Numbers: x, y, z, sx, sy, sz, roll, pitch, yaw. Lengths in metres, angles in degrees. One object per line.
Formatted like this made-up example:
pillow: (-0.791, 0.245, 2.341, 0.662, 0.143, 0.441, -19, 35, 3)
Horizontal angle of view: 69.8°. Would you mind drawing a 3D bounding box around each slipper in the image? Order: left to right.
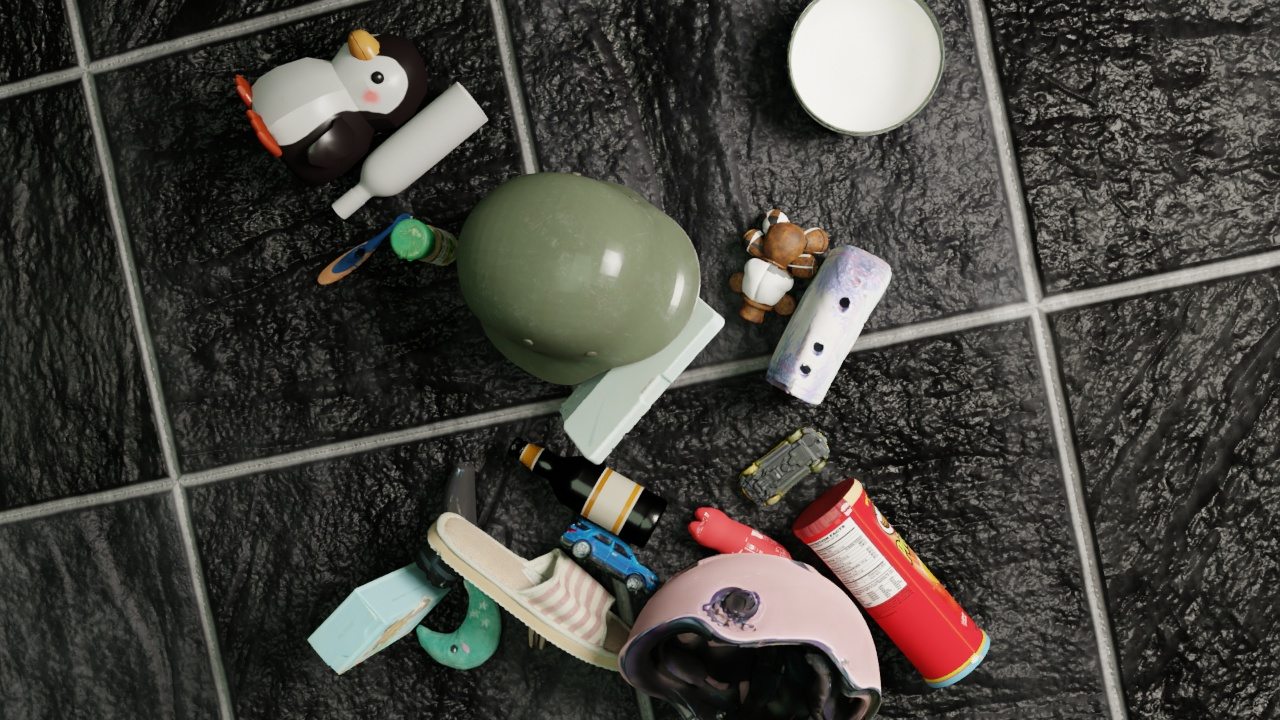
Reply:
slipper: (-0.105, 0.236, 0.980, 0.263, 0.115, 0.052, 35, 101, -9)

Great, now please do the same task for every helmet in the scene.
helmet: (-0.079, -0.096, 0.914, 0.268, 0.153, 0.227, 14, 85, 20)
helmet: (0.111, 0.283, 0.926, 0.256, 0.152, 0.230, 3, 137, 12)

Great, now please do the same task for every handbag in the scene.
handbag: (0.191, -0.033, 0.933, 0.069, 0.126, 0.158, 29, 94, 2)

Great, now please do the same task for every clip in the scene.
clip: (-0.116, 0.294, 1.036, 0.049, 0.026, 0.061, 40, 95, 5)

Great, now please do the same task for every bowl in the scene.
bowl: (0.227, -0.302, 0.943, 0.153, 0.073, 0.153, 0, 92, 6)

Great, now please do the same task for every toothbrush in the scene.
toothbrush: (-0.314, -0.127, 1.047, 0.135, 0.017, 0.021, -34, 84, 10)

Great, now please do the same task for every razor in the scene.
razor: (-0.214, 0.183, 1.029, 0.064, 0.053, 0.140, 8, 92, 2)

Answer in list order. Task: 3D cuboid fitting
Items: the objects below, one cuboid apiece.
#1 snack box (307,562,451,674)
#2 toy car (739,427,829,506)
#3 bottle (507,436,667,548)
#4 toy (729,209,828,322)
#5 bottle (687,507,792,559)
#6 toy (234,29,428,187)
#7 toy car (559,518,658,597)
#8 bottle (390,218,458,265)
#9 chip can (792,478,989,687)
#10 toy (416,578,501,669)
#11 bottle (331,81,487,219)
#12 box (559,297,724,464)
snack box: (-0.273, 0.269, 0.979, 0.075, 0.174, 0.053, -45, 81, 6)
toy car: (0.156, 0.114, 0.992, 0.107, 0.030, 0.049, -37, 87, 9)
bottle: (-0.062, 0.136, 1.004, 0.181, 0.059, 0.059, 29, 95, 5)
toy: (0.141, -0.096, 0.972, 0.087, 0.067, 0.113, 29, 112, 19)
bottle: (0.119, 0.205, 0.994, 0.141, 0.042, 0.042, 28, 95, 5)
toy: (-0.314, -0.277, 0.999, 0.184, 0.140, 0.159, -31, 56, -2)
toy car: (-0.032, 0.216, 1.007, 0.120, 0.056, 0.043, 31, 73, 10)
bottle: (-0.230, -0.125, 0.987, 0.043, 0.111, 0.043, 0, 91, 7)
chip can: (0.260, 0.230, 0.957, 0.087, 0.087, 0.213, -41, 88, 7)
toy: (-0.202, 0.308, 1.045, 0.105, 0.033, 0.085, -44, 76, 8)
bottle: (-0.261, -0.225, 1.016, 0.195, 0.052, 0.052, -37, 88, 7)
box: (-0.009, 0.003, 0.958, 0.197, 0.136, 0.044, -48, 122, 5)
